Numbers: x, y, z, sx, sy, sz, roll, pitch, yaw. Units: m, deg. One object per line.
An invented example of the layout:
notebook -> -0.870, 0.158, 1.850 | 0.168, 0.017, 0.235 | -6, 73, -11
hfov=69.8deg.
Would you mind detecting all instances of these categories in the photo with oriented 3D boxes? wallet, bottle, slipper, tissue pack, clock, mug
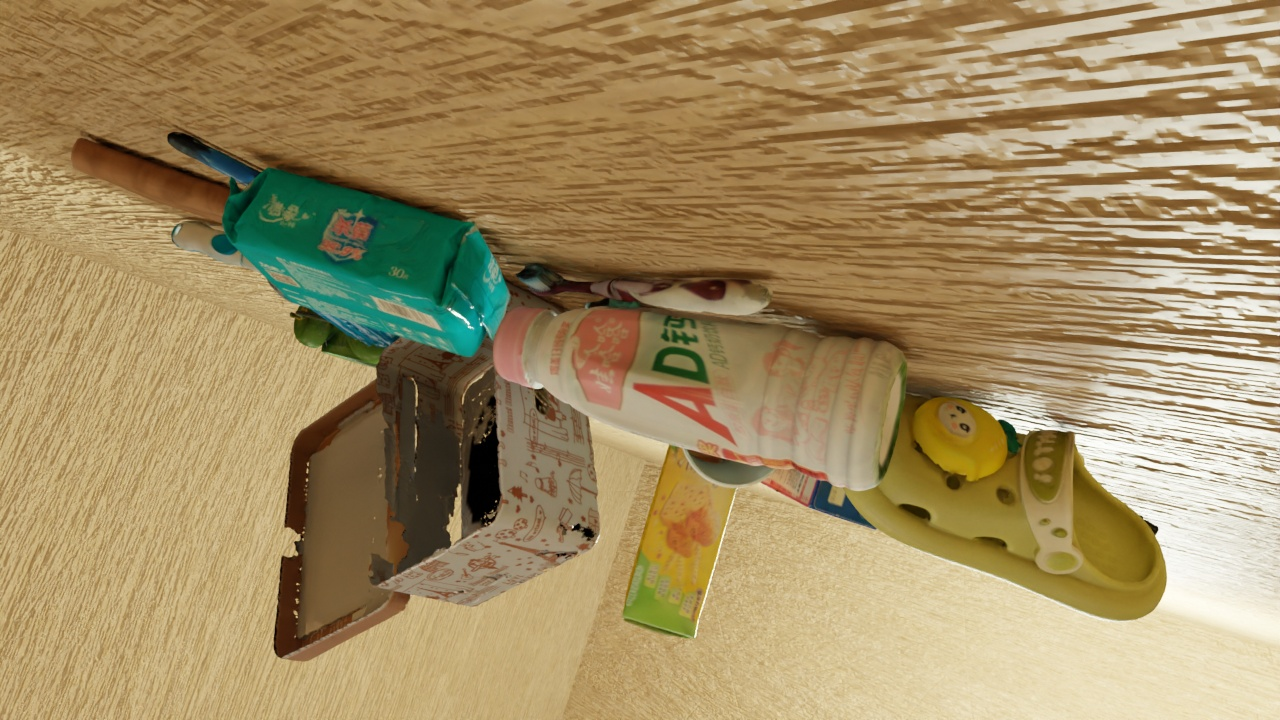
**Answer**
wallet -> -0.303, -0.109, 0.610 | 0.101, 0.020, 0.115 | 19, 176, -11
bottle -> 0.022, 0.008, 0.440 | 0.197, 0.068, 0.068 | 12, 171, 23
slipper -> 0.197, 0.063, 0.473 | 0.190, 0.091, 0.082 | 26, 135, -2
tissue pack -> -0.141, -0.050, 0.479 | 0.133, 0.050, 0.093 | 17, 164, 5
clock -> -0.239, -0.024, 0.821 | 0.116, 0.056, 0.161 | 11, 173, 23
mug -> 0.060, 0.049, 0.689 | 0.078, 0.078, 0.123 | 19, 178, -5

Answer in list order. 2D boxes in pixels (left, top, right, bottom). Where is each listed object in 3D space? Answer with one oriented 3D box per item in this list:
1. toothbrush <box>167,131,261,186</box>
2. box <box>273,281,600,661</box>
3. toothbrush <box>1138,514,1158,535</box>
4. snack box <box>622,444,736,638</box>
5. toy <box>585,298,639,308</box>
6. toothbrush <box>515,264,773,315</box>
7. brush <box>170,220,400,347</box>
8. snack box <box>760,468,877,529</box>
toothbrush -> -0.178, -0.082, 0.524 | 0.189, 0.014, 0.016 | 28, -166, -47
box -> -0.152, 0.079, 0.609 | 0.260, 0.176, 0.082 | -32, 140, 30
toothbrush -> 0.362, 0.133, 0.732 | 0.027, 0.026, 0.212 | 30, 175, 12
snack box -> 0.045, 0.144, 0.876 | 0.070, 0.210, 0.158 | 17, 174, 3
toy -> 0.007, -0.014, 0.508 | 0.092, 0.030, 0.096 | 16, 162, 4
toothbrush -> -0.007, -0.036, 0.436 | 0.017, 0.016, 0.188 | 36, 164, -35
brush -> -0.277, -0.071, 0.720 | 0.109, 0.060, 0.315 | 31, 168, -39
snack box -> 0.122, 0.076, 0.702 | 0.057, 0.058, 0.207 | 20, 179, -11
